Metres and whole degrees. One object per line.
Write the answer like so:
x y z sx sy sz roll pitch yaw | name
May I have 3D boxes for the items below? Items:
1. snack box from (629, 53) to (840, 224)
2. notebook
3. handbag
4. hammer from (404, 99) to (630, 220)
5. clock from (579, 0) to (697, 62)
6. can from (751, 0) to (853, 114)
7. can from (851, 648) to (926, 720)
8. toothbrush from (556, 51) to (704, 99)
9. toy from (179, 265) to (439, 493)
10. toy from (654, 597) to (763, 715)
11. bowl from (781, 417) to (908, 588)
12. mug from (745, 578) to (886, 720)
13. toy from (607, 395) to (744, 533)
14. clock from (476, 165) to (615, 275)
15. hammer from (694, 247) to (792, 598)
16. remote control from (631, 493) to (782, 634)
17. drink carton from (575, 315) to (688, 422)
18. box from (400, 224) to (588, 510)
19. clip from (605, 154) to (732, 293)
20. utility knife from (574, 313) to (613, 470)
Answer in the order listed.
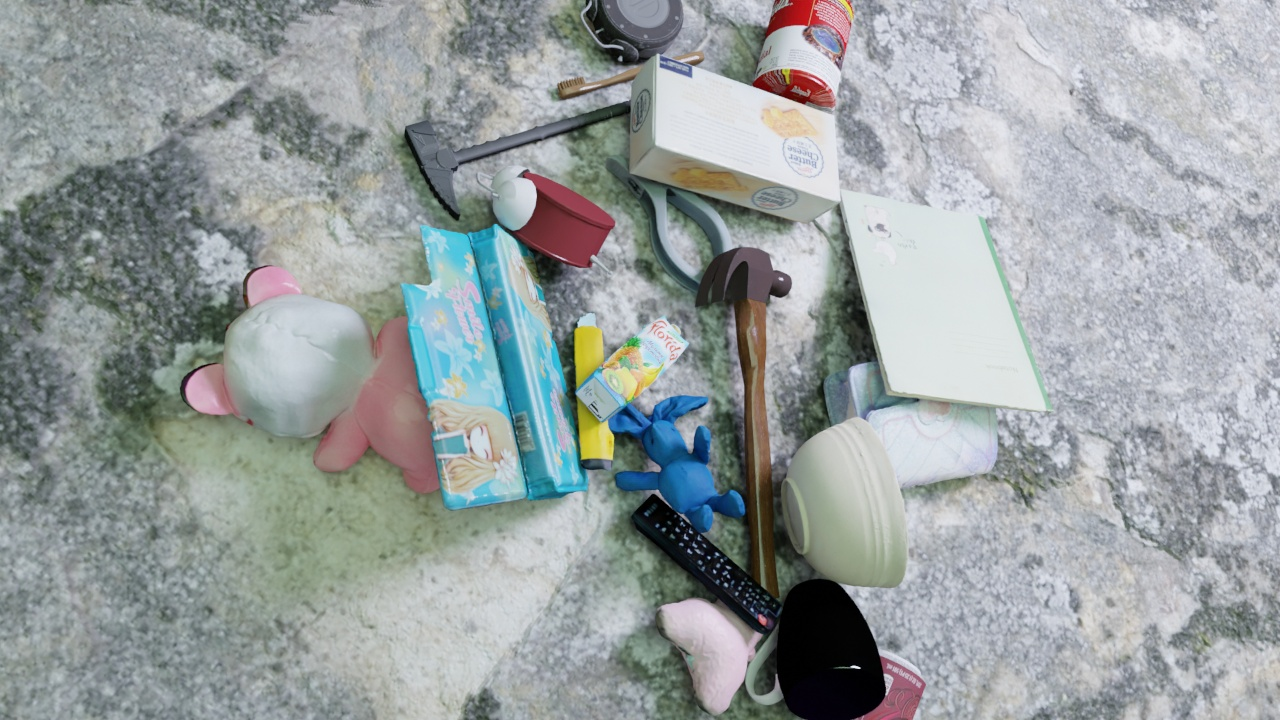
0.092 -0.210 0.890 0.207 0.058 0.104 11 67 -23 | snack box
0.301 -0.064 0.922 0.181 0.010 0.252 7 55 -16 | notebook
0.268 0.058 0.891 0.158 0.069 0.126 -7 80 -22 | handbag
-0.058 -0.226 0.891 0.324 0.015 0.095 -23 83 -22 | hammer
-0.008 -0.345 0.922 0.122 0.044 0.091 -34 89 -22 | clock
0.167 -0.314 0.946 0.086 0.087 0.116 20 70 -12 | can
0.200 0.314 0.800 0.063 0.063 0.114 33 68 -7 | can
-0.008 -0.289 0.922 0.166 0.016 0.016 -21 88 -21 | toothbrush
-0.234 0.015 0.732 0.213 0.084 0.141 26 69 -13 | toy
0.067 0.239 0.784 0.095 0.053 0.099 -22 79 -39 | toy
0.169 0.129 0.802 0.075 0.151 0.150 -9 78 -6 | bowl
0.144 0.250 0.792 0.085 0.119 0.100 52 22 -33 | mug
0.035 0.082 0.796 0.112 0.071 0.176 -25 49 -15 | toy
-0.083 -0.129 0.810 0.137 0.096 0.048 25 107 -20 | clock
0.105 0.053 0.845 0.115 0.033 0.322 8 76 -45 | hammer
0.055 0.177 0.794 0.150 0.022 0.047 40 26 10 | remote control
-0.005 0.005 0.810 0.044 0.039 0.128 48 42 0 | drink carton
-0.112 0.001 0.736 0.056 0.185 0.226 -18 79 20 | box
0.048 -0.148 0.897 0.107 0.028 0.163 -31 87 -24 | clip
-0.042 0.024 0.808 0.030 0.017 0.162 3 60 -14 | utility knife
